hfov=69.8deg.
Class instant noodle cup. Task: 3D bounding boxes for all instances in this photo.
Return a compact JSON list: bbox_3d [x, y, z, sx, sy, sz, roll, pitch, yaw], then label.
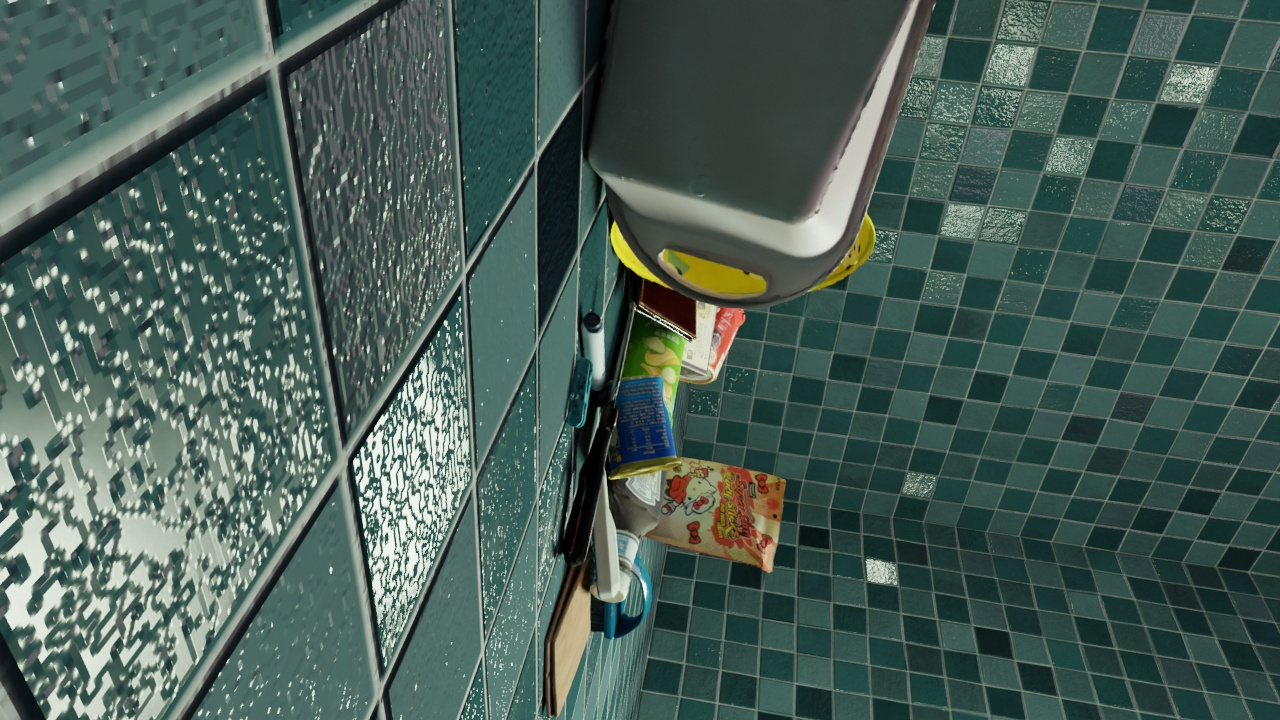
[{"bbox_3d":[0.075,-0.037,1.356,0.138,0.138,0.108,86,22,-67],"label":"instant noodle cup"}]

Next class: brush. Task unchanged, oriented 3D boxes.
[{"bbox_3d":[-0.024,0.251,0.998,0.055,0.073,0.144,-61,160,-50],"label":"brush"}]

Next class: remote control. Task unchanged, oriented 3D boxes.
[{"bbox_3d":[-0.036,0.161,0.870,0.049,0.024,0.124,87,-4,-70],"label":"remote control"}]

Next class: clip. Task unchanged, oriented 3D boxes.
[{"bbox_3d":[-0.047,0.026,0.719,0.046,0.014,0.057,29,70,-82],"label":"clip"}]

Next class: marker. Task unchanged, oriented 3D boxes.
[{"bbox_3d":[-0.038,0.001,0.763,0.131,0.018,0.022,91,0,-58],"label":"marker"}]

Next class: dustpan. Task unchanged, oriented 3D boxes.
[{"bbox_3d":[0.073,-0.181,0.666,0.273,0.223,0.138,-70,162,2],"label":"dustpan"}]

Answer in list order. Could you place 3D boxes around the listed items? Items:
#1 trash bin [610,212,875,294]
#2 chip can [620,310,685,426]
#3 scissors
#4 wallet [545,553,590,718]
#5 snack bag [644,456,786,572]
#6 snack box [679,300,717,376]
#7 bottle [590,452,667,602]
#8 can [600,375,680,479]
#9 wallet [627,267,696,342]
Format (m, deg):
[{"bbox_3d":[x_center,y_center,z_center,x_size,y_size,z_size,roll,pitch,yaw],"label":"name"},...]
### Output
[{"bbox_3d":[0.095,-0.218,0.845,0.230,0.229,0.254,83,10,-70],"label":"trash bin"},{"bbox_3d":[0.013,-0.011,0.997,0.073,0.072,0.220,92,9,-51],"label":"chip can"},{"bbox_3d":[-0.035,0.061,0.796,0.125,0.021,0.234,112,-10,-70],"label":"scissors"},{"bbox_3d":[-0.066,0.249,0.836,0.115,0.020,0.101,-70,165,-57],"label":"wallet"},{"bbox_3d":[0.063,0.167,1.073,0.073,0.208,0.128,99,4,-52],"label":"snack bag"},{"bbox_3d":[0.042,-0.050,1.162,0.125,0.053,0.113,22,72,-41],"label":"snack box"},{"bbox_3d":[-0.015,0.154,0.951,0.044,0.080,0.194,-27,-143,38],"label":"bottle"},{"bbox_3d":[-0.004,0.062,0.848,0.102,0.057,0.083,129,-48,-76],"label":"can"},{"bbox_3d":[0.026,-0.081,0.960,0.122,0.020,0.096,27,59,-54],"label":"wallet"}]
